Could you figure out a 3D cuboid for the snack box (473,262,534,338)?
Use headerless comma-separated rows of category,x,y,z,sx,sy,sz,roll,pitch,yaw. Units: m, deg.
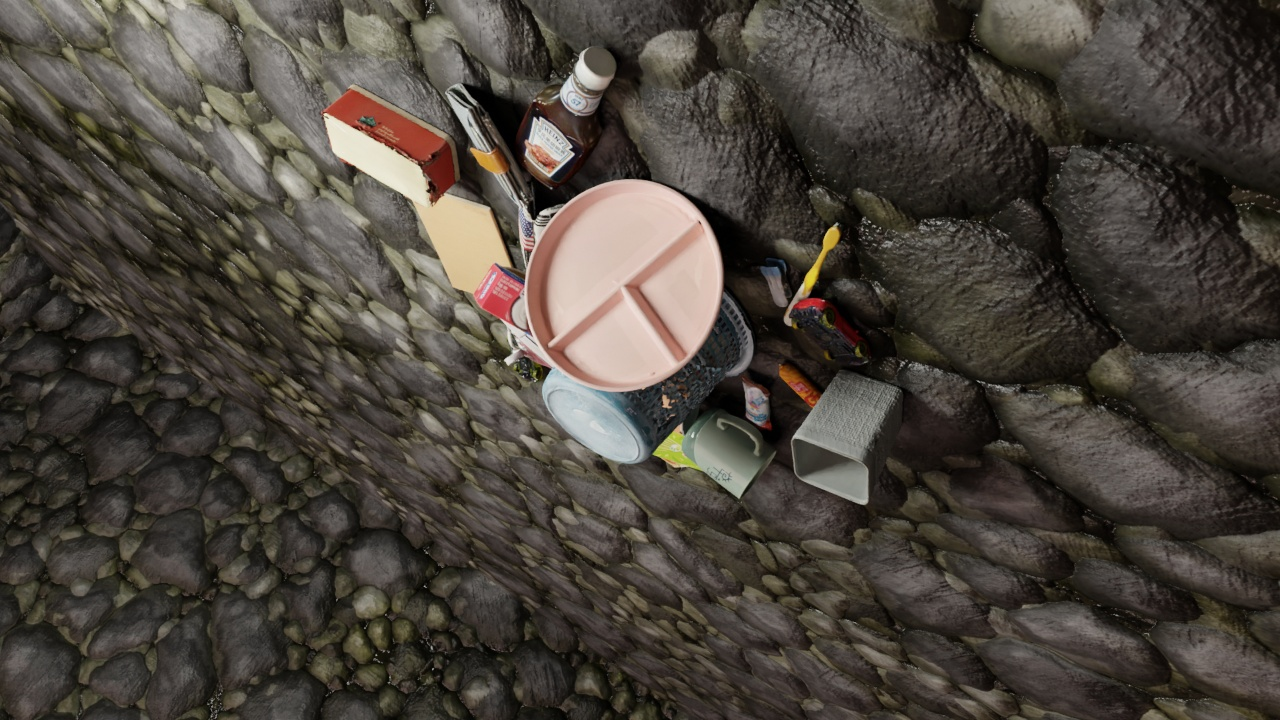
snack box,-0.116,-0.052,1.213,0.207,0.058,0.057,31,-174,-27

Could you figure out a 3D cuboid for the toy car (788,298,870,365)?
toy car,0.205,-0.030,0.980,0.106,0.031,0.049,40,153,-29

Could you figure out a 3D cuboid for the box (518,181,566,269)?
box,-0.117,-0.155,1.146,0.087,0.075,0.162,59,165,24

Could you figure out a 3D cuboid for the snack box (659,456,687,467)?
snack box,0.023,0.113,1.389,0.153,0.025,0.075,37,155,-23

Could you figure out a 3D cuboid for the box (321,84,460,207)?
box,-0.321,-0.265,1.164,0.168,0.078,0.091,30,151,13

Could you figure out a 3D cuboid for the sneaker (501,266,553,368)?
sneaker,-0.147,-0.031,1.309,0.088,0.118,0.241,-21,127,35

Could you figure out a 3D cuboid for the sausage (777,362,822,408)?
sausage,0.223,0.057,1.107,0.165,0.021,0.022,42,152,-12

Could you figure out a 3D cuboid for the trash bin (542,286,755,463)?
trash bin,-0.007,0.006,1.102,0.227,0.194,0.227,28,152,16

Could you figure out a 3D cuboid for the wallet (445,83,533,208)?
wallet,-0.172,-0.240,1.037,0.130,0.037,0.106,60,177,-36

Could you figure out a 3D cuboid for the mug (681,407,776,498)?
mug,0.118,0.112,1.215,0.106,0.082,0.112,38,144,14

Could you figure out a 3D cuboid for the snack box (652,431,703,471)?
snack box,0.085,0.125,1.315,0.156,0.026,0.086,18,146,2

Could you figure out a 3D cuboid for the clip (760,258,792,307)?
clip,0.146,-0.083,0.979,0.025,0.035,0.058,11,143,36

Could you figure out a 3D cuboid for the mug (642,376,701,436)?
mug,0.014,0.051,1.251,0.123,0.078,0.078,14,147,19

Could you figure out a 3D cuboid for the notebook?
notebook,-0.243,-0.159,1.314,0.149,0.012,0.212,21,149,25

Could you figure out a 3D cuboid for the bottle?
bottle,-0.074,-0.250,0.945,0.080,0.043,0.195,43,151,-5

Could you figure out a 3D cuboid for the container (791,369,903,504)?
container,0.237,0.081,1.028,0.090,0.114,0.090,21,149,27

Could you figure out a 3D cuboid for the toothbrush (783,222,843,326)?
toothbrush,0.177,-0.085,0.948,0.016,0.018,0.192,33,155,10

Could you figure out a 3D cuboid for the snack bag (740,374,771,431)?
snack bag,0.150,0.056,1.180,0.045,0.026,0.105,35,157,30

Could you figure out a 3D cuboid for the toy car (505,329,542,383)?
toy car,-0.179,-0.012,1.448,0.048,0.032,0.105,18,136,31

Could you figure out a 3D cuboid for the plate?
plate,-0.018,-0.080,0.988,0.230,0.229,0.028,24,-176,22
